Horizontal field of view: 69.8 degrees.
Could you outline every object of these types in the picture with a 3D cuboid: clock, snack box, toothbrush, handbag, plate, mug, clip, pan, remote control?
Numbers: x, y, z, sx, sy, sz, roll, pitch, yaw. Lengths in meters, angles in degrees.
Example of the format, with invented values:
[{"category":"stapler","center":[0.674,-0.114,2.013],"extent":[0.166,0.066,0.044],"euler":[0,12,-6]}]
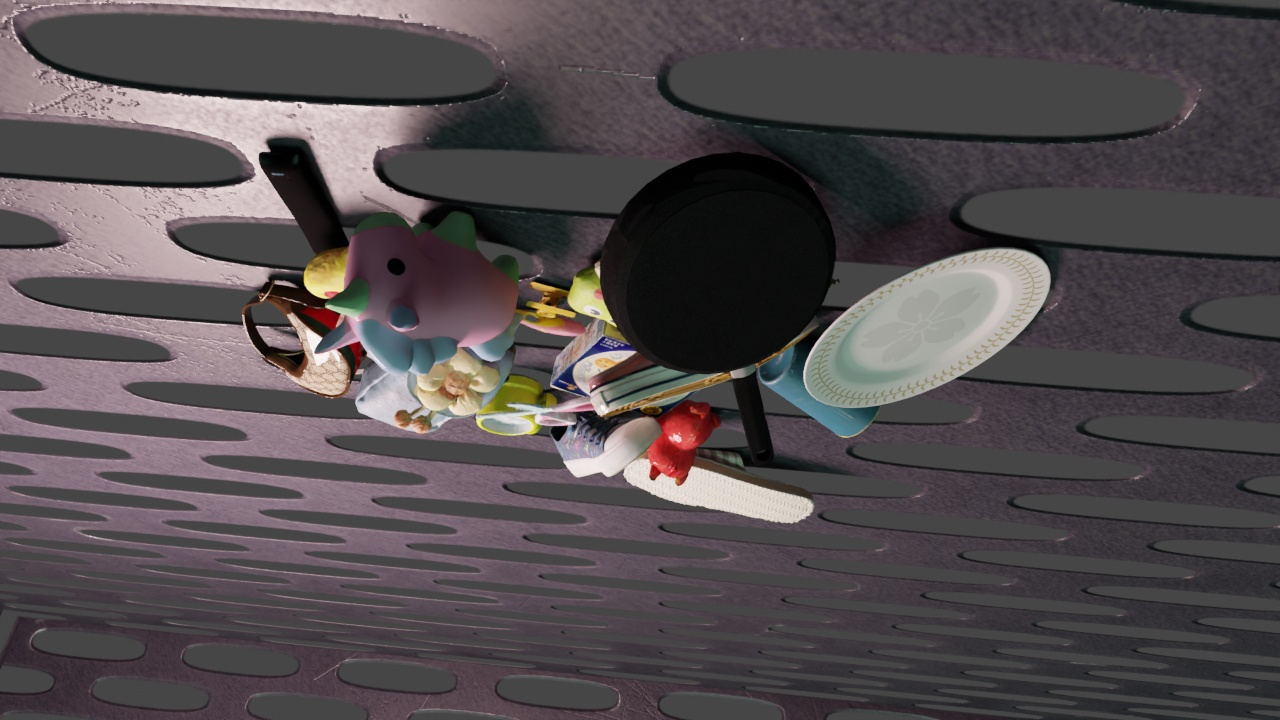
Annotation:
[{"category":"clock","center":[-0.151,0.057,1.137],"extent":[0.119,0.057,0.083],"euler":[14,150,-26]},{"category":"snack box","center":[-0.006,0.006,1.027],"extent":[0.144,0.042,0.145],"euler":[18,149,-21]},{"category":"toothbrush","center":[-0.124,-0.047,0.981],"extent":[0.135,0.021,0.016],"euler":[15,154,-7]},{"category":"handbag","center":[-0.236,0.025,1.031],"extent":[0.192,0.118,0.121],"euler":[-32,133,33]},{"category":"plate","center":[0.267,-0.029,0.868],"extent":[0.242,0.016,0.243],"euler":[-14,148,-9]},{"category":"mug","center":[0.191,0.024,0.993],"extent":[0.121,0.078,0.078],"euler":[28,145,-24]},{"category":"clip","center":[-0.094,-0.056,0.951],"extent":[0.054,0.045,0.048],"euler":[13,126,-14]},{"category":"pan","center":[0.088,-0.018,0.826],"extent":[0.204,0.044,0.356],"euler":[-19,129,-1]},{"category":"remote control","center":[-0.309,-0.140,0.854],"extent":[0.041,0.020,0.152],"euler":[4,154,4]},{"category":"handbag","center":[-0.382,-0.027,1.037],"extent":[0.138,0.063,0.167],"euler":[22,147,-8]}]

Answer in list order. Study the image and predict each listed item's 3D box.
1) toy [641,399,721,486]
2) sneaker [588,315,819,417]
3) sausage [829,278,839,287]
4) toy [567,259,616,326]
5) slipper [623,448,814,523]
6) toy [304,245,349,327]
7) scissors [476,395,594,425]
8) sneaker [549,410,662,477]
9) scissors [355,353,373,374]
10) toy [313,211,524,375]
[{"category":"toy","center":[0.056,0.096,1.126],"extent":[0.088,0.093,0.133],"euler":[16,148,-17]},{"category":"sneaker","center":[0.056,-0.020,0.915],"extent":[0.241,0.088,0.118],"euler":[-19,171,-7]},{"category":"sausage","center":[0.113,-0.072,0.887],"extent":[0.155,0.020,0.020],"euler":[-1,150,14]},{"category":"toy","center":[-0.016,-0.072,0.891],"extent":[0.092,0.043,0.118],"euler":[21,146,-24]},{"category":"slipper","center":[0.112,0.169,1.284],"extent":[0.272,0.053,0.115],"euler":[15,147,-6]},{"category":"toy","center":[-0.278,-0.073,0.929],"extent":[0.105,0.067,0.138],"euler":[-11,151,-9]},{"category":"scissors","center":[-0.102,0.060,1.045],"extent":[0.170,0.014,0.169],"euler":[-7,168,-13]},{"category":"sneaker","center":[-0.049,0.091,1.133],"extent":[0.079,0.087,0.236],"euler":[51,157,-7]},{"category":"scissors","center":[-0.286,0.011,1.124],"extent":[0.175,0.014,0.141],"euler":[-9,141,19]},{"category":"toy","center":[-0.184,-0.049,0.834],"extent":[0.120,0.170,0.222],"euler":[-12,146,29]}]
